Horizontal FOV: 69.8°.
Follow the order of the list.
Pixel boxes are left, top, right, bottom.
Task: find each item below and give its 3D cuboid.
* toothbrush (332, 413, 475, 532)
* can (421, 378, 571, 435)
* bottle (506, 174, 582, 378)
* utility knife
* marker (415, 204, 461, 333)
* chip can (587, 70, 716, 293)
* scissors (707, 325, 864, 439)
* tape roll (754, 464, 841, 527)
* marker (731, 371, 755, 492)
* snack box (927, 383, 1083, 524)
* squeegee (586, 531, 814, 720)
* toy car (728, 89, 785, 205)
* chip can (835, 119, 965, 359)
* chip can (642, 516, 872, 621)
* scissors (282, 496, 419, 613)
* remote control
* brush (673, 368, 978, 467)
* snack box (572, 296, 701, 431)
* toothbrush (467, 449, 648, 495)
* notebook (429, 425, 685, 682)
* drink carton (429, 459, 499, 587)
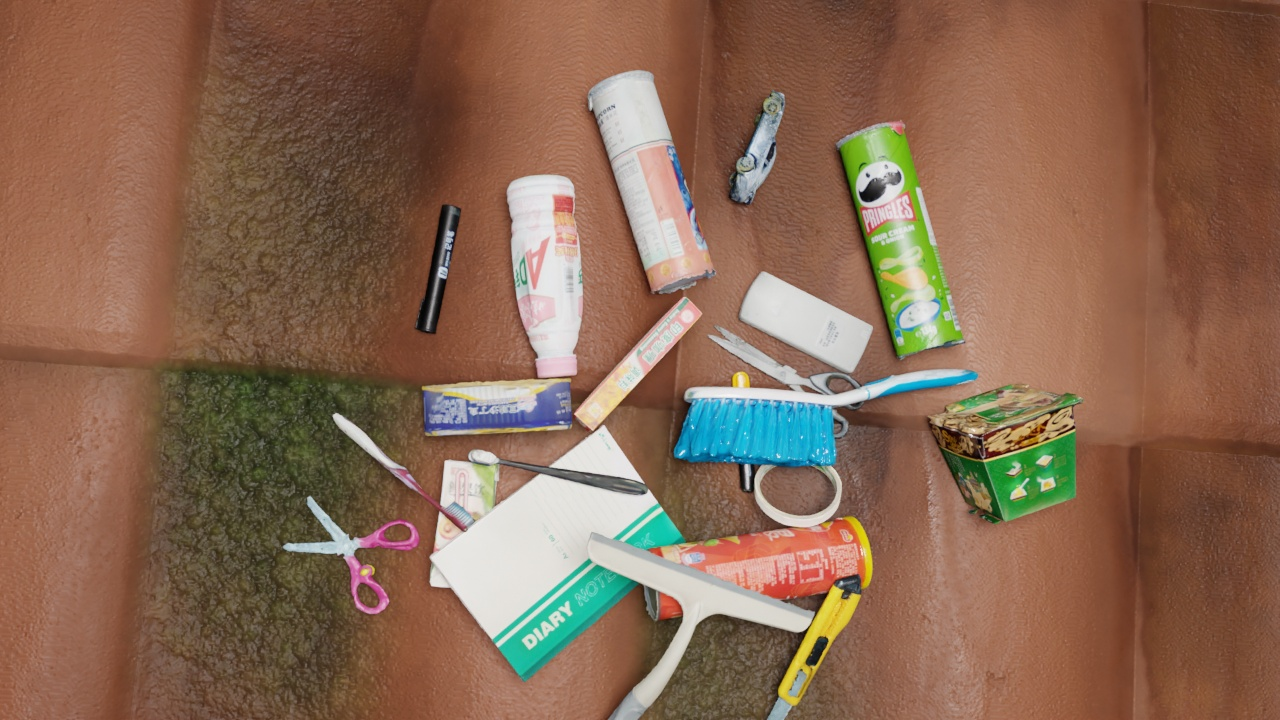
[{"bbox_3d":[-0.230,0.103,0.881,0.187,0.016,0.017,35,58,19],"label":"toothbrush"},{"bbox_3d":[-0.138,0.045,0.884,0.148,0.074,0.049,-4,87,12],"label":"can"},{"bbox_3d":[-0.092,-0.081,0.914,0.068,0.068,0.197,-5,89,-6],"label":"bottle"},{"bbox_3d":[0.166,0.290,0.889,0.033,0.015,0.197,18,107,-17],"label":"utility knife"},{"bbox_3d":[-0.204,-0.093,0.927,0.022,0.020,0.132,8,84,25],"label":"marker"},{"bbox_3d":[0.011,-0.177,0.926,0.071,0.071,0.214,-17,86,-6],"label":"chip can"},{"bbox_3d":[0.155,0.009,0.953,0.140,0.014,0.173,-23,84,-5],"label":"scissors"},{"bbox_3d":[0.156,0.127,0.913,0.086,0.014,0.085,-2,45,2],"label":"tape roll"},{"bbox_3d":[0.107,0.073,0.939,0.018,0.015,0.123,-3,85,-4],"label":"marker"},{"bbox_3d":[0.370,0.093,0.920,0.117,0.118,0.105,-18,99,-6],"label":"snack box"},{"bbox_3d":[0.005,0.300,0.851,0.246,0.039,0.247,25,108,-22],"label":"squeegee"},{"bbox_3d":[0.124,-0.220,0.949,0.037,0.054,0.120,20,82,0],"label":"toy car"},{"bbox_3d":[0.268,-0.122,0.943,0.072,0.072,0.236,-15,86,-6],"label":"chip can"},{"bbox_3d":[0.112,0.202,0.889,0.216,0.073,0.073,-7,85,-11],"label":"chip can"},{"bbox_3d":[-0.278,0.180,0.898,0.124,0.017,0.133,-39,85,-5],"label":"scissors"},{"bbox_3d":[0.170,-0.040,0.953,0.135,0.019,0.056,26,83,-2],"label":"remote control"},{"bbox_3d":[0.191,0.054,0.916,0.314,0.061,0.109,4,76,-7],"label":"brush"},{"bbox_3d":[-0.005,0.005,0.905,0.027,0.077,0.155,43,83,-1],"label":"snack box"},{"bbox_3d":[-0.076,0.108,0.881,0.181,0.018,0.015,14,72,-18],"label":"toothbrush"},{"bbox_3d":[-0.074,0.184,0.889,0.208,0.012,0.150,-37,96,-18],"label":"notebook"},{"bbox_3d":[-0.170,0.158,0.892,0.053,0.045,0.122,6,84,-4],"label":"drink carton"}]
